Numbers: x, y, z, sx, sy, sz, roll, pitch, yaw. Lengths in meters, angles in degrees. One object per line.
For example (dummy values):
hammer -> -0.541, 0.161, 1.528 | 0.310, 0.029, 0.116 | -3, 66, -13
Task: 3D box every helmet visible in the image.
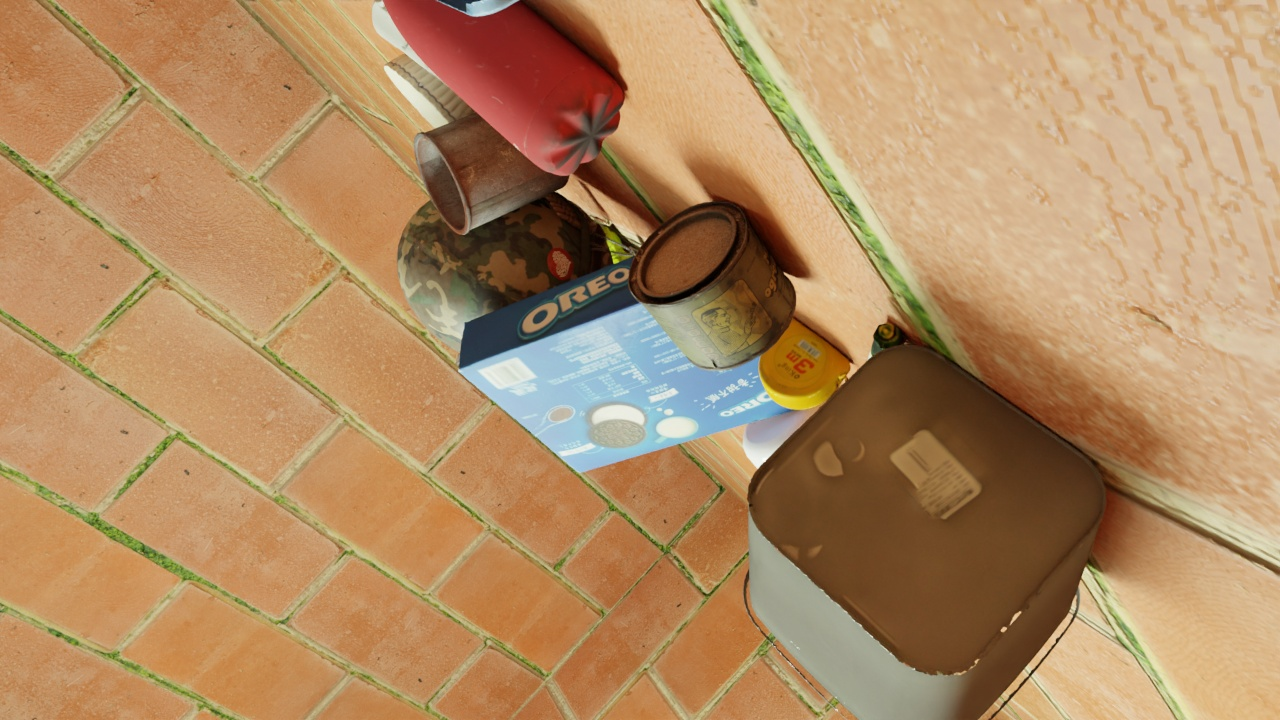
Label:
helmet -> -0.117, -0.074, 0.910 | 0.224, 0.193, 0.236 | 29, -173, 19

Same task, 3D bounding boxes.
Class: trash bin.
trash bin -> 0.173, 0.122, 0.589 | 0.197, 0.197, 0.220 | 41, 168, 28

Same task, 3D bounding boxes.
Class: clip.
clip -> -0.172, -0.262, 0.726 | 0.125, 0.089, 0.150 | 39, -176, 24

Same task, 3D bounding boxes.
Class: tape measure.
tape measure -> 0.122, 0.009, 0.705 | 0.068, 0.059, 0.030 | 40, 174, 33

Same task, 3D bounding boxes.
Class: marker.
marker -> 0.159, 0.004, 0.616 | 0.017, 0.017, 0.146 | 42, 175, 17

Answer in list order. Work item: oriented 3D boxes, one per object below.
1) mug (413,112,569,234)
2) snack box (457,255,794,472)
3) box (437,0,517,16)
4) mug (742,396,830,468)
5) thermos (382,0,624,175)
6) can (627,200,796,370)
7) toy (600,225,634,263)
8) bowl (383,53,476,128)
mug -> -0.134, -0.173, 0.798 | 0.123, 0.110, 0.096 | 28, 136, 53
snack box -> -0.005, 0.005, 0.797 | 0.195, 0.239, 0.056 | 48, -148, -44
box -> -0.112, -0.231, 0.515 | 0.052, 0.067, 0.210 | 38, -179, -44
mug -> 0.148, 0.075, 0.833 | 0.068, 0.094, 0.115 | 46, -178, -18
thermos -> -0.116, -0.220, 0.602 | 0.240, 0.073, 0.073 | 43, 175, 13
can -> 0.048, -0.051, 0.617 | 0.074, 0.090, 0.090 | 48, 174, -38
toy -> -0.017, -0.107, 1.001 | 0.093, 0.036, 0.094 | 51, 175, -21
bowl -> -0.177, -0.254, 0.865 | 0.115, 0.062, 0.115 | 43, 175, 4
